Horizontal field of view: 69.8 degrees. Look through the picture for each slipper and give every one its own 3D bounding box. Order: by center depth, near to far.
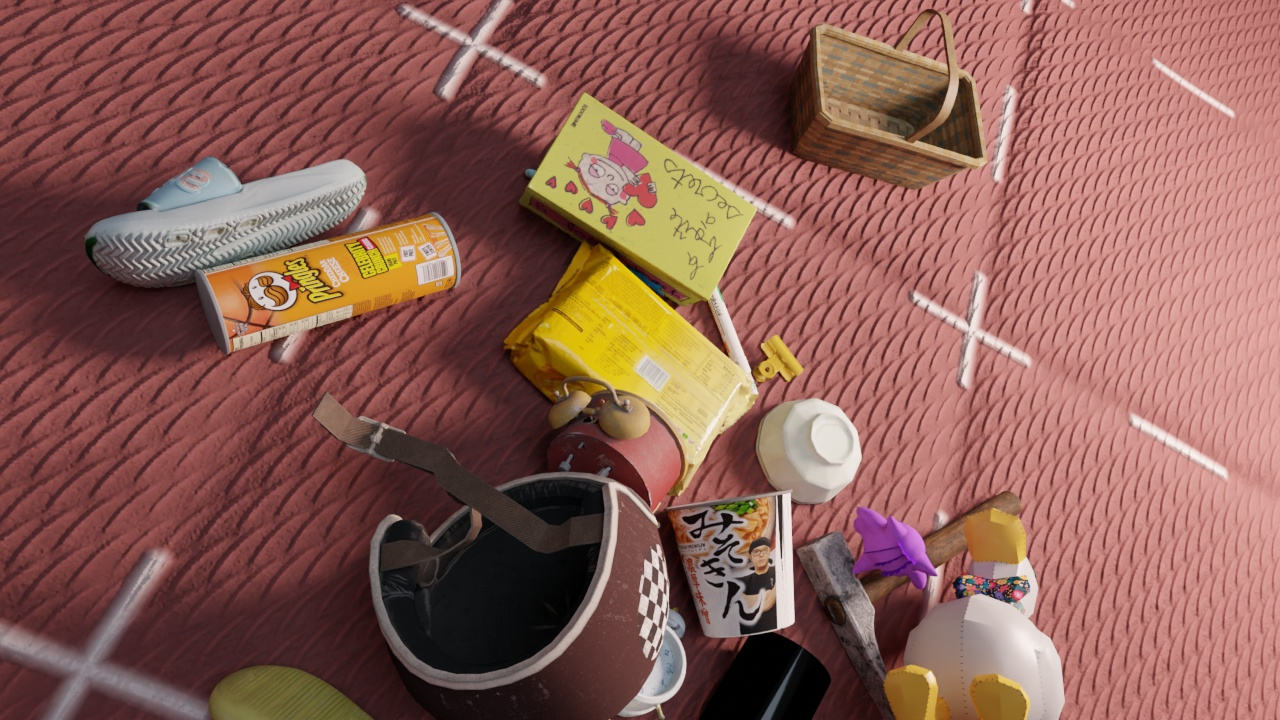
[{"bbox_3d":[-0.244,0.307,0.697,0.190,0.091,0.082,31,100,1],"label":"slipper"},{"bbox_3d":[-0.359,-0.133,0.806,0.244,0.104,0.074,-28,81,-37],"label":"slipper"}]

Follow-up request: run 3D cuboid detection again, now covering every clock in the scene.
[{"bbox_3d":[-0.002,0.261,0.829,0.083,0.057,0.117,17,56,-17],"label":"clock"},{"bbox_3d":[-0.031,0.083,0.831,0.081,0.117,0.159,-47,131,-42],"label":"clock"}]

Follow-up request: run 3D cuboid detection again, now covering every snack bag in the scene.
[{"bbox_3d":[-0.005,0.005,0.923,0.247,0.068,0.159,41,60,-4],"label":"snack bag"}]

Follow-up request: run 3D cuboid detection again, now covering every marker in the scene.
[{"bbox_3d":[0.098,-0.027,1.011,0.017,0.017,0.145,-13,75,-28],"label":"marker"}]

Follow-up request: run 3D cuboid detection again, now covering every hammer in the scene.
[{"bbox_3d":[0.331,0.245,0.995,0.299,0.037,0.217,-20,79,-30],"label":"hammer"}]

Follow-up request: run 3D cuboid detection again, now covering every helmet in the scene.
[{"bbox_3d":[-0.099,0.171,0.713,0.233,0.254,0.233,-10,55,11],"label":"helmet"}]

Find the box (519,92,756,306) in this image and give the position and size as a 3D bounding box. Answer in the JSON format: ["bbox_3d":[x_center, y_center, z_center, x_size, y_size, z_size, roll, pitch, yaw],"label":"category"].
[{"bbox_3d":[-0.002,-0.162,0.965,0.221,0.082,0.124,33,78,-9],"label":"box"}]

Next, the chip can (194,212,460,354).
[{"bbox_3d":[-0.277,-0.073,0.829,0.214,0.075,0.075,-21,79,-29],"label":"chip can"}]

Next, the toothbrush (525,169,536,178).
[{"bbox_3d":[-0.042,-0.172,1.008,0.180,0.016,0.016,21,71,-16],"label":"toothbrush"}]

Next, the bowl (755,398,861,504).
[{"bbox_3d":[0.188,0.091,0.979,0.117,0.061,0.117,9,67,-22],"label":"bowl"}]

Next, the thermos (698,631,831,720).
[{"bbox_3d":[0.086,0.347,0.815,0.086,0.086,0.198,42,59,-4],"label":"thermos"}]

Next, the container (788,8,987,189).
[{"bbox_3d":[0.321,-0.326,1.132,0.249,0.187,0.157,10,66,-20],"label":"container"}]

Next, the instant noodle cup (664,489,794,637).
[{"bbox_3d":[0.093,0.192,0.870,0.123,0.124,0.121,-5,81,-26],"label":"instant noodle cup"}]

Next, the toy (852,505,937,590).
[{"bbox_3d":[0.248,0.188,0.907,0.055,0.088,0.106,-37,87,-26],"label":"toy"}]

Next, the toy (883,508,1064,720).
[{"bbox_3d":[0.334,0.286,0.883,0.266,0.141,0.246,-15,98,-57],"label":"toy"}]

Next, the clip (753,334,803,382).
[{"bbox_3d":[0.147,0.005,1.022,0.049,0.044,0.054,-37,88,5],"label":"clip"}]
